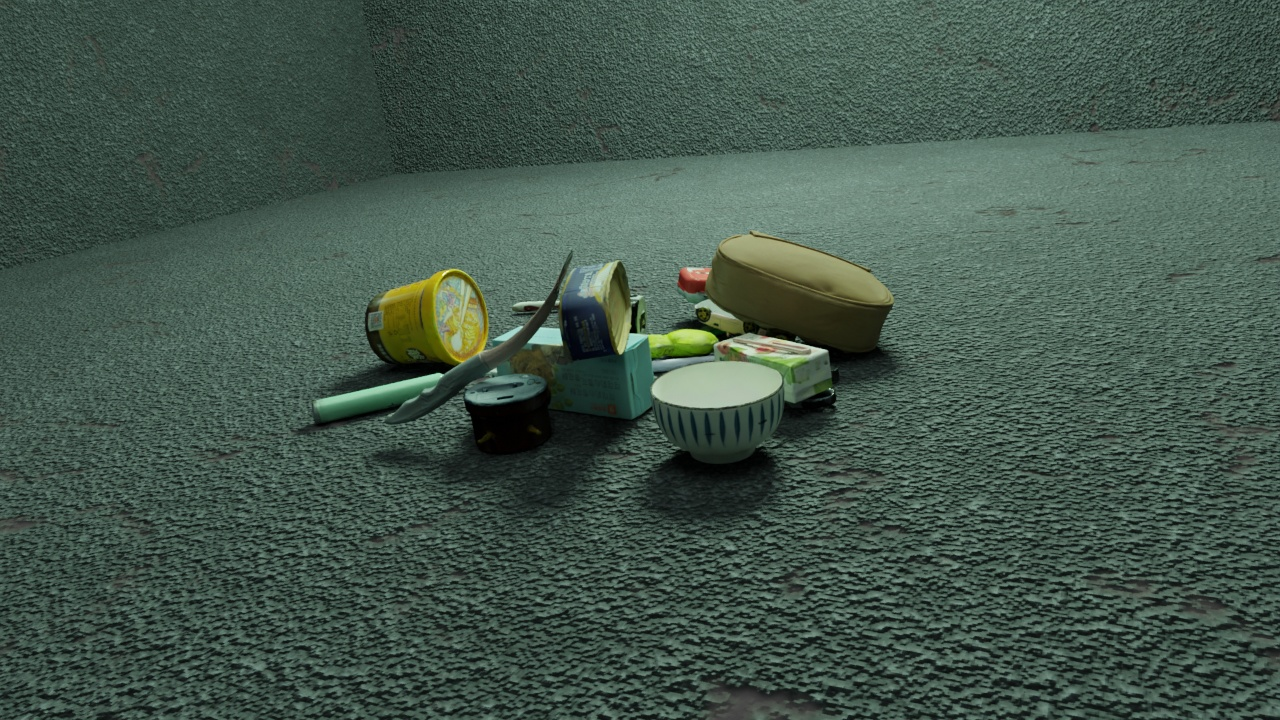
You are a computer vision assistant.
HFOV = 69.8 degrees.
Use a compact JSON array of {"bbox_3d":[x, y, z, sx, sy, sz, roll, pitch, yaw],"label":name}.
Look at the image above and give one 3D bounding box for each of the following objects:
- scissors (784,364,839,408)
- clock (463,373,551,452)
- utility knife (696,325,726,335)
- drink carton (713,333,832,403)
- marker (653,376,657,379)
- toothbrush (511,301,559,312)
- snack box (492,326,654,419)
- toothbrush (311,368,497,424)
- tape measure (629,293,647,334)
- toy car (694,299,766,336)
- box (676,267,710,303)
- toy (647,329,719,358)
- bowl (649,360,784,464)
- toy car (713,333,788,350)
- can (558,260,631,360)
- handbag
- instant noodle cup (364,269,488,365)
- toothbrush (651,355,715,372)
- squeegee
[{"bbox_3d":[0.125,0.028,0.933,0.159,0.014,0.178,-19,20,-30],"label":"scissors"},{"bbox_3d":[-0.127,0.047,0.899,0.082,0.055,0.122,-9,18,-4],"label":"clock"},{"bbox_3d":[0.080,-0.035,1.133,0.186,0.013,0.029,-16,20,-25],"label":"utility knife"},{"bbox_3d":[0.129,0.004,0.911,0.053,0.045,0.123,-19,19,-28],"label":"drink carton"},{"bbox_3d":[0.032,0.031,0.934,0.022,0.020,0.132,-1,9,-37],"label":"marker"},{"bbox_3d":[-0.098,-0.078,1.325,0.188,0.016,0.017,-2,29,14],"label":"toothbrush"},{"bbox_3d":[-0.070,0.011,0.954,0.175,0.074,0.051,5,22,32],"label":"snack box"},{"bbox_3d":[-0.253,0.033,1.030,0.224,0.027,0.026,-14,55,-19],"label":"toothbrush"},{"bbox_3d":[-0.012,-0.049,1.125,0.033,0.066,0.065,2,22,11],"label":"tape measure"},{"bbox_3d":[0.121,-0.048,1.112,0.122,0.037,0.056,20,30,38],"label":"toy car"},{"bbox_3d":[0.150,-0.091,1.205,0.201,0.047,0.086,1,19,-9],"label":"box"},{"bbox_3d":[0.042,-0.019,1.062,0.100,0.031,0.097,-7,10,-25],"label":"toy"},{"bbox_3d":[0.069,0.049,0.803,0.116,0.066,0.116,-6,19,2],"label":"bowl"},{"bbox_3d":[0.124,-0.008,1.001,0.091,0.036,0.043,8,25,35],"label":"toy car"},{"bbox_3d":[-0.042,-0.050,0.888,0.049,0.075,0.148,-8,23,8],"label":"can"},{"bbox_3d":[0.177,-0.076,1.043,0.204,0.100,0.147,20,29,5],"label":"handbag"},{"bbox_3d":[-0.270,-0.048,1.149,0.115,0.118,0.118,-7,17,23],"label":"instant noodle cup"},{"bbox_3d":[-0.006,0.006,1.036,0.189,0.029,0.021,-3,59,6],"label":"toothbrush"},{"bbox_3d":[-0.151,-0.009,0.902,0.250,0.040,0.247,-40,10,5],"label":"squeegee"}]
